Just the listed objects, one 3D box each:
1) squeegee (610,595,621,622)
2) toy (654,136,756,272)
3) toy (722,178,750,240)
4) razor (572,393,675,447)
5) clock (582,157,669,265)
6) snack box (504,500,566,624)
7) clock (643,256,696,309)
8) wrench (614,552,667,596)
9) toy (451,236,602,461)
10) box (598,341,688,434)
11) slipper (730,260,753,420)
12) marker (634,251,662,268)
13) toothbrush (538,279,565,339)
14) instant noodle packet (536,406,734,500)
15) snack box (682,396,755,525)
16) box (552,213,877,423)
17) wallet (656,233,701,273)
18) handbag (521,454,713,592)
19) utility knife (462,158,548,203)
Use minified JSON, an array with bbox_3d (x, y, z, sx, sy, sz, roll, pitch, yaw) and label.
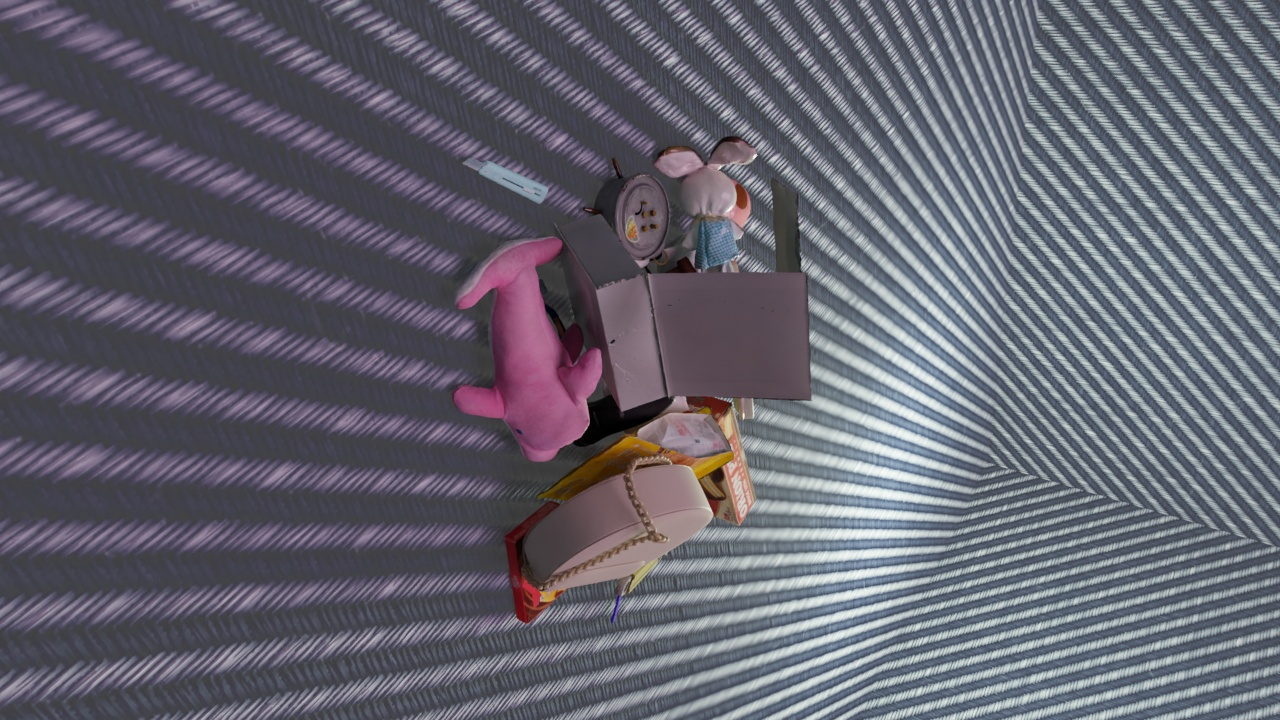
[{"bbox_3d":[-0.039,0.260,1.270,0.184,0.055,0.249,11,94,-59],"label":"squeegee"},{"bbox_3d":[0.099,-0.194,1.226,0.105,0.131,0.205,-80,160,-72],"label":"toy"},{"bbox_3d":[0.120,-0.203,1.309,0.090,0.051,0.110,21,86,-57],"label":"toy"},{"bbox_3d":[-0.025,0.061,1.127,0.063,0.140,0.053,-67,135,-81],"label":"razor"},{"bbox_3d":[-0.003,-0.166,1.118,0.148,0.056,0.103,50,59,-45],"label":"clock"},{"bbox_3d":[-0.128,0.254,1.159,0.089,0.021,0.133,-35,132,-45],"label":"snack box"},{"bbox_3d":[0.062,-0.055,1.201,0.072,0.120,0.158,-27,113,2],"label":"clock"},{"bbox_3d":[0.017,0.284,1.349,0.084,0.018,0.272,-69,165,13],"label":"wrench"},{"bbox_3d":[-0.102,0.001,0.984,0.186,0.128,0.266,-35,127,-41],"label":"toy"},{"bbox_3d":[0.002,0.002,1.213,0.124,0.136,0.109,-25,138,1],"label":"box"},{"bbox_3d":[0.128,-0.034,1.317,0.114,0.054,0.273,77,9,-50],"label":"slipper"},{"bbox_3d":[-0.012,-0.125,1.163,0.125,0.025,0.025,-30,128,-49],"label":"marker"},{"bbox_3d":[-0.099,-0.046,1.069,0.135,0.017,0.021,66,9,-46],"label":"toothbrush"},{"bbox_3d":[-0.009,0.127,1.160,0.221,0.163,0.084,4,58,-55],"label":"instant noodle packet"},{"bbox_3d":[0.095,0.143,1.374,0.060,0.113,0.237,-52,143,-30],"label":"snack box"},{"bbox_3d":[0.053,-0.036,0.973,0.149,0.369,0.167,-49,142,-39],"label":"box"},{"bbox_3d":[0.054,-0.111,1.269,0.086,0.032,0.116,-38,133,-43],"label":"wallet"},{"bbox_3d":[-0.021,0.206,1.093,0.209,0.103,0.210,-40,153,31],"label":"handbag"},{"bbox_3d":[-0.139,-0.188,0.945,0.022,0.015,0.128,-47,152,17],"label":"utility knife"}]
